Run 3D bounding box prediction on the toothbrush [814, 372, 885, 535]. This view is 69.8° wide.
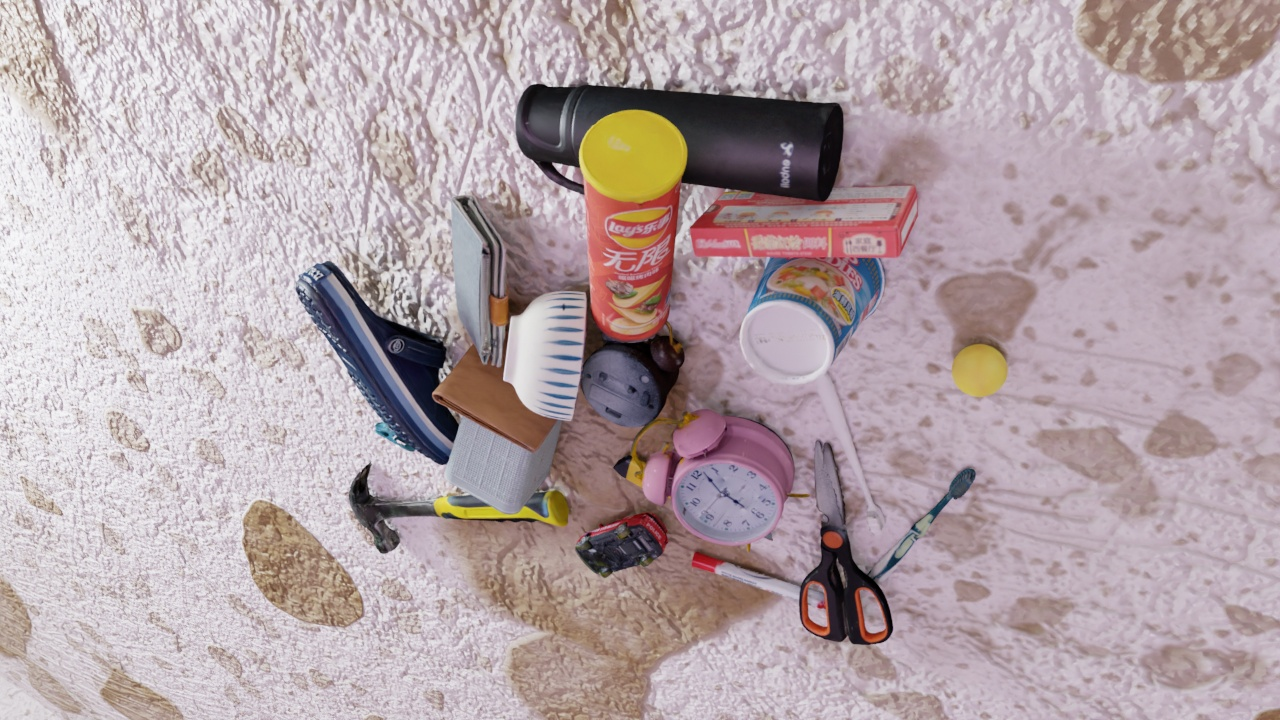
[{"bbox_3d":[0.184,0.082,0.809,0.016,0.016,0.180,-11,116,31],"label":"toothbrush"}]

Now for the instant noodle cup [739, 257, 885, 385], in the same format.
[{"bbox_3d":[0.125,-0.038,0.694,0.099,0.109,0.099,14,128,19],"label":"instant noodle cup"}]

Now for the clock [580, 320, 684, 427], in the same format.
[{"bbox_3d":[-0.005,0.005,0.832,0.082,0.055,0.122,27,130,10],"label":"clock"}]

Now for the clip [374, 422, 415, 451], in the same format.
[{"bbox_3d":[-0.286,0.086,1.072,0.055,0.013,0.034,20,129,13],"label":"clip"}]

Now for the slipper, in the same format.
[{"bbox_3d":[-0.253,-0.004,0.939,0.105,0.095,0.253,28,152,51],"label":"slipper"}]

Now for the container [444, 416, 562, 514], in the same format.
[{"bbox_3d":[-0.134,0.077,0.935,0.090,0.089,0.112,27,127,9],"label":"container"}]

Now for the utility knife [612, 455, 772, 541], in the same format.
[{"bbox_3d":[0.054,0.138,0.921,0.176,0.015,0.033,24,136,10],"label":"utility knife"}]

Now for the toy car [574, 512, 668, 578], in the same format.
[{"bbox_3d":[-0.020,0.196,0.982,0.121,0.045,0.053,-27,105,42],"label":"toy car"}]

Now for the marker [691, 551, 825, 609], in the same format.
[{"bbox_3d":[0.123,0.227,0.945,0.145,0.017,0.017,14,128,19],"label":"marker"}]

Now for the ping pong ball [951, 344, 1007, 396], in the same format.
[{"bbox_3d":[0.258,0.008,0.700,0.040,0.040,0.040,15,128,19],"label":"ping pong ball"}]

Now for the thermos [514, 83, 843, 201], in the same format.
[{"bbox_3d":[0.026,-0.160,0.695,0.243,0.068,0.090,12,138,23],"label":"thermos"}]

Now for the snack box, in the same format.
[{"bbox_3d":[0.120,-0.102,0.675,0.153,0.075,0.025,3,123,27],"label":"snack box"}]

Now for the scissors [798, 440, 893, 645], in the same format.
[{"bbox_3d":[0.199,0.175,0.861,0.139,0.021,0.235,19,122,16],"label":"scissors"}]

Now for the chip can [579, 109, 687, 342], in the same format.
[{"bbox_3d":[-0.008,-0.091,0.698,0.073,0.073,0.217,26,156,10],"label":"chip can"}]

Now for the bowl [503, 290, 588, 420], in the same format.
[{"bbox_3d":[-0.086,-0.007,0.817,0.066,0.116,0.117,6,129,-8],"label":"bowl"}]

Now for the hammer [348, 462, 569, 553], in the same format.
[{"bbox_3d":[-0.224,0.174,1.088,0.324,0.031,0.126,-7,119,32],"label":"hammer"}]

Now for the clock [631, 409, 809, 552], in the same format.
[{"bbox_3d":[0.066,0.104,0.842,0.158,0.059,0.117,33,124,-8],"label":"clock"}]

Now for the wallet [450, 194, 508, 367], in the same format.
[{"bbox_3d":[-0.144,-0.072,0.842,0.106,0.037,0.130,53,147,44],"label":"wallet"}]

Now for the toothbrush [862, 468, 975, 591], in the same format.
[{"bbox_3d":[0.247,0.160,0.829,0.016,0.018,0.192,31,131,7],"label":"toothbrush"}]

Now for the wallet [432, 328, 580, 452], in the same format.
[{"bbox_3d":[-0.124,0.025,0.882,0.115,0.101,0.020,29,148,7],"label":"wallet"}]
